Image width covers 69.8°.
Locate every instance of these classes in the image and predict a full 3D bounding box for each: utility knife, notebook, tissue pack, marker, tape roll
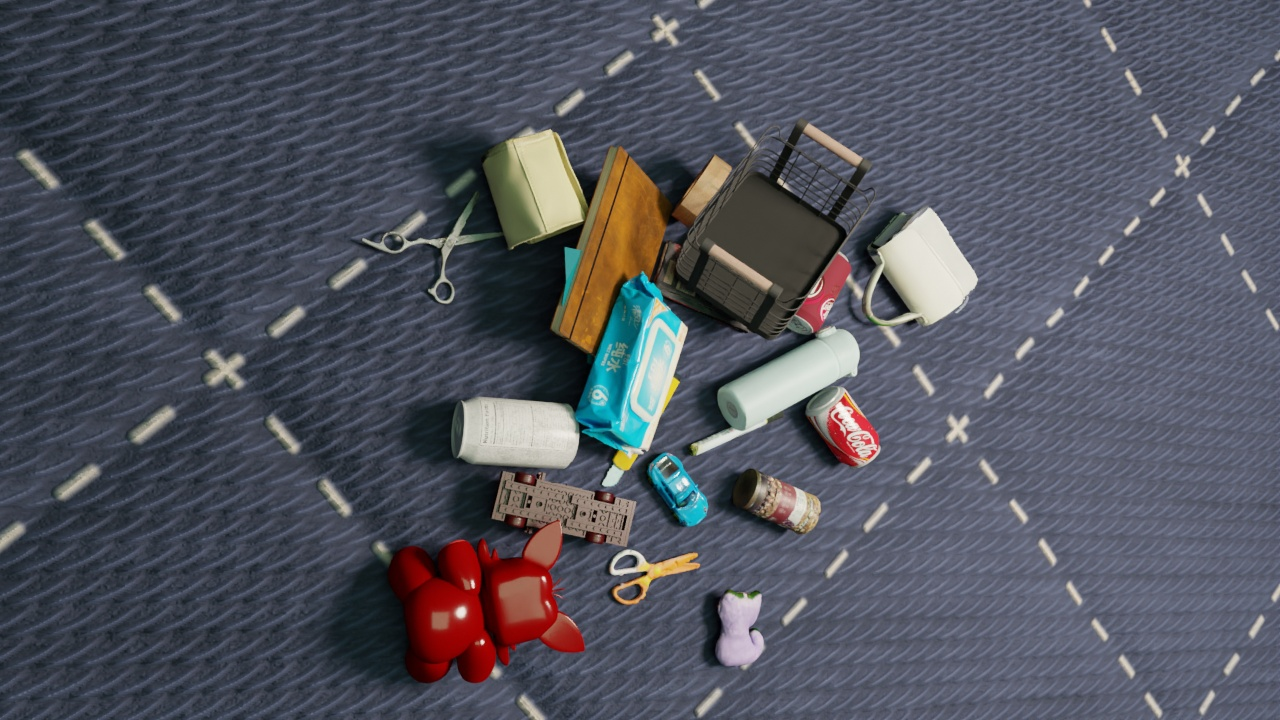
[{"bbox_3d":[0.001,0.085,1.166,0.030,0.017,0.175,34,75,-13],"label":"utility knife"},{"bbox_3d":[-0.035,-0.113,1.106,0.178,0.014,0.249,35,69,-59],"label":"notebook"},{"bbox_3d":[-0.007,0.007,1.118,0.117,0.066,0.209,42,62,-58],"label":"tissue pack"},{"bbox_3d":[0.127,0.094,1.220,0.146,0.017,0.017,-20,95,-22],"label":"marker"},{"bbox_3d":[0.078,-0.217,1.174,0.027,0.094,0.093,35,74,-6],"label":"tape roll"}]

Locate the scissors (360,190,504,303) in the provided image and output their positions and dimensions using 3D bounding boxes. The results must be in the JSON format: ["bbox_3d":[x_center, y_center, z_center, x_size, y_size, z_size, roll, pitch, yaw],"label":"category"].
[{"bbox_3d":[-0.240,-0.140,1.079,0.171,0.014,0.141,10,85,-26],"label":"scissors"}]

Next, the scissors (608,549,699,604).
[{"bbox_3d":[0.019,0.260,1.167,0.131,0.013,0.073,-17,94,-22],"label":"scissors"}]

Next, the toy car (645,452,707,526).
[{"bbox_3d":[0.050,0.166,1.174,0.048,0.032,0.105,-38,103,-21],"label":"toy car"}]

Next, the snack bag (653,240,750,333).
[{"bbox_3d":[0.090,-0.096,1.214,0.155,0.018,0.074,23,78,-21],"label":"snack bag"}]

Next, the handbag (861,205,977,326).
[{"bbox_3d":[0.387,-0.115,1.311,0.175,0.074,0.151,-42,103,-19],"label":"handbag"}]

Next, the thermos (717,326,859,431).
[{"bbox_3d":[0.203,0.022,1.229,0.206,0.065,0.078,-26,95,-22],"label":"thermos"}]

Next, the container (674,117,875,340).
[{"bbox_3d":[0.169,-0.165,1.153,0.163,0.130,0.240,35,66,6],"label":"container"}]

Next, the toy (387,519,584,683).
[{"bbox_3d":[-0.173,0.273,1.027,0.197,0.121,0.158,-11,89,-13],"label":"toy"}]

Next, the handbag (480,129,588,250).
[{"bbox_3d":[-0.131,-0.200,1.077,0.081,0.111,0.119,-26,99,-37],"label":"handbag"}]

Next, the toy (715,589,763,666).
[{"bbox_3d":[0.132,0.348,1.196,0.080,0.036,0.099,9,88,-32],"label":"toy"}]

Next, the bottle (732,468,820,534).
[{"bbox_3d":[0.180,0.187,1.215,0.105,0.056,0.056,25,77,-20],"label":"bottle"}]

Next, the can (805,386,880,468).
[{"bbox_3d":[0.278,0.092,1.257,0.064,0.064,0.105,-42,103,-20],"label":"can"}]

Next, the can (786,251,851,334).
[{"bbox_3d":[0.237,-0.096,1.251,0.063,0.063,0.114,36,74,-17],"label":"can"}]

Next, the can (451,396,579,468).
[{"bbox_3d":[-0.146,0.085,1.071,0.136,0.078,0.078,6,84,-23],"label":"can"}]

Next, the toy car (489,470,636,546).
[{"bbox_3d":[-0.096,0.176,1.095,0.169,0.062,0.070,16,80,-21],"label":"toy car"}]
